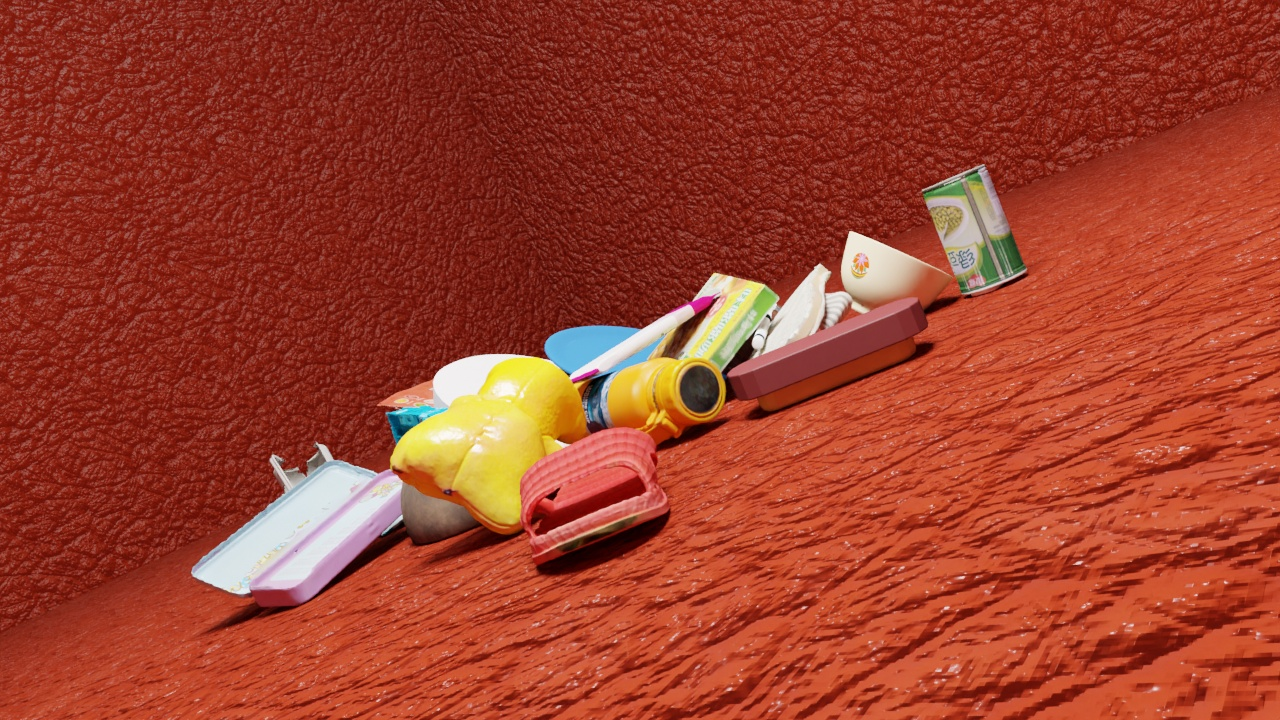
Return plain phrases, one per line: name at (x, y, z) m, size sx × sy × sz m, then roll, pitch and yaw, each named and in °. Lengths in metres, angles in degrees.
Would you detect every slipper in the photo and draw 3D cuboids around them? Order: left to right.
slipper at (-0.035, 0.084, 0.654) m, size 0.103 × 0.059 × 0.248 m, roll -23°, pitch 2°, yaw 0°
slipper at (0.169, -0.038, 0.966) m, size 0.115 × 0.054 × 0.272 m, roll -46°, pitch 3°, yaw 23°

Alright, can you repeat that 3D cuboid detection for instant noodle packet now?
instant noodle packet at (-0.241, 0.059, 1.315) m, size 0.221 × 0.084 × 0.164 m, roll 11°, pitch 17°, yaw 18°

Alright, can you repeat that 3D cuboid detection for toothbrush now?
toothbrush at (0.132, -0.038, 0.978) m, size 0.186 × 0.012 × 0.017 m, roll -52°, pitch -14°, yaw -70°

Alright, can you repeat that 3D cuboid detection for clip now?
clip at (-0.360, 0.167, 1.071) m, size 0.105 × 0.126 × 0.152 m, roll -33°, pitch -19°, yaw -8°

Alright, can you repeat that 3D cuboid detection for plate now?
plate at (-0.007, 0.007, 1.125) m, size 0.224 × 0.024 × 0.224 m, roll 9°, pitch 20°, yaw -3°

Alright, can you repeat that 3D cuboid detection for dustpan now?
dustpan at (-0.139, 0.064, 1.139) m, size 0.258 × 0.053 × 0.191 m, roll 20°, pitch 28°, yaw 30°

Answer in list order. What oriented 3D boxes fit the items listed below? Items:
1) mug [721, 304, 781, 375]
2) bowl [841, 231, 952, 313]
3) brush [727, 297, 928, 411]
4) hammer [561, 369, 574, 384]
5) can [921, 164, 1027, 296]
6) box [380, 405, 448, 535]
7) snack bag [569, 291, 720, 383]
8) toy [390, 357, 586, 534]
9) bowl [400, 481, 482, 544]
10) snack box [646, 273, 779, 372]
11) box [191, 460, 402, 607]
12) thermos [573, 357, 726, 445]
mug at (0.119, -0.035, 1.108) m, size 0.117 × 0.081 × 0.110 m, roll 19°, pitch 20°, yaw 24°
bowl at (0.263, -0.081, 0.986) m, size 0.074 × 0.118 × 0.118 m, roll -65°, pitch -5°, yaw 11°
brush at (0.163, -0.002, 0.790) m, size 0.173 × 0.042 × 0.082 m, roll -23°, pitch 4°, yaw 11°
hammer at (-0.046, 0.014, 1.166) m, size 0.127 × 0.029 × 0.322 m, roll 24°, pitch 23°, yaw 39°
can at (0.343, -0.132, 0.943) m, size 0.067 × 0.121 × 0.067 m, roll -23°, pitch 4°, yaw 1°
box at (-0.269, 0.137, 1.109) m, size 0.086 × 0.168 × 0.228 m, roll 20°, pitch -11°, yaw -25°
snack bag at (0.002, -0.022, 0.975) m, size 0.196 × 0.016 × 0.070 m, roll -33°, pitch 5°, yaw -33°
toy at (-0.114, 0.066, 0.797) m, size 0.088 × 0.134 × 0.193 m, roll -67°, pitch -8°, yaw 28°
bowl at (-0.165, 0.115, 0.913) m, size 0.162 × 0.070 × 0.162 m, roll -23°, pitch 4°, yaw 1°
snack box at (0.073, -0.032, 1.000) m, size 0.132 × 0.027 × 0.168 m, roll -52°, pitch 16°, yaw -1°
box at (-0.326, 0.168, 0.932) m, size 0.151 × 0.041 × 0.213 m, roll 4°, pitch 27°, yaw 25°
thermos at (-0.004, 0.051, 0.908) m, size 0.076 × 0.091 × 0.233 m, roll 7°, pitch -12°, yaw -29°
